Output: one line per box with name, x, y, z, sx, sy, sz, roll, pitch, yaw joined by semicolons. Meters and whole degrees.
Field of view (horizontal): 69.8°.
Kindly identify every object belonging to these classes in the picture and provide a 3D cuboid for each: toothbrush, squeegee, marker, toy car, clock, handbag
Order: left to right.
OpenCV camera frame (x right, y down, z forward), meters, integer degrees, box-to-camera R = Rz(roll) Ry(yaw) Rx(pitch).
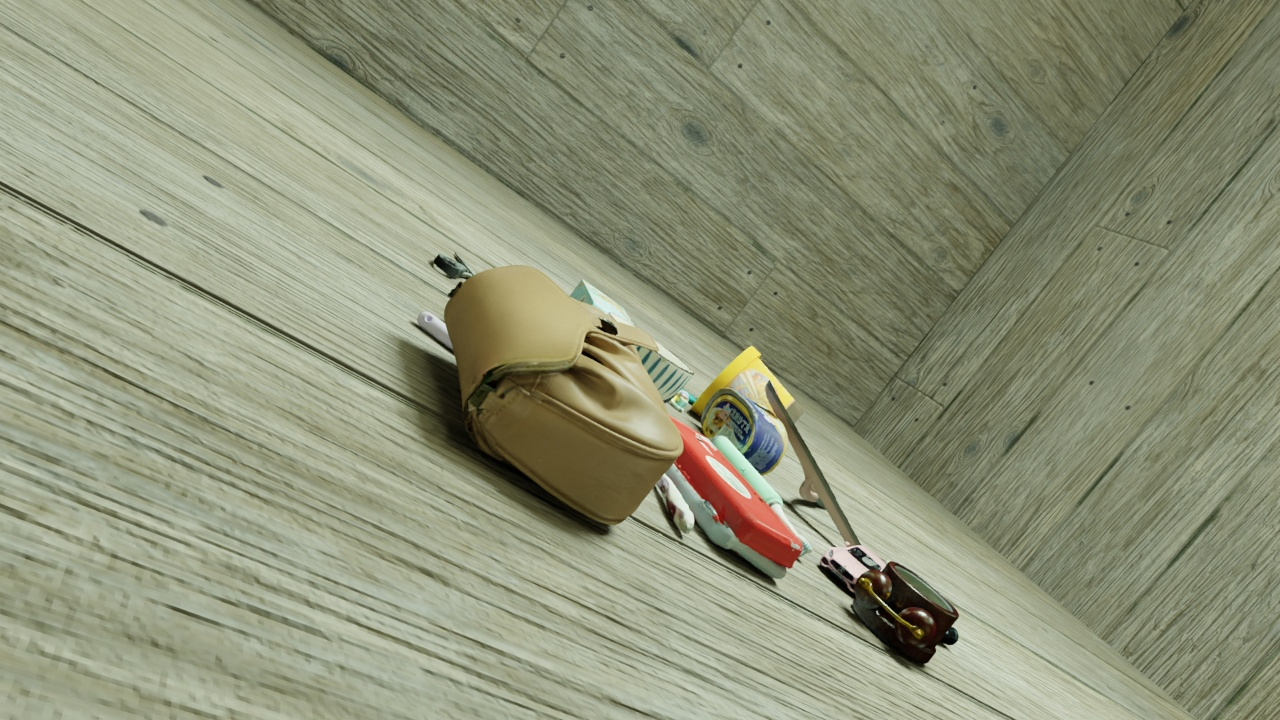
toothbrush;-0.092;0.021;0.698;0.189;0.029;0.021;35;-33;1
handbag;-0.051;0.010;0.609;0.147;0.100;0.204;28;15;-27
toothbrush;-0.017;0.006;1.152;0.189;0.029;0.020;33;-34;-17
toothbrush;0.012;0.092;0.746;0.017;0.016;0.187;26;10;-20
toothbrush;0.123;0.137;0.951;0.026;0.027;0.224;66;-8;-28
squeegee;0.225;0.167;1.176;0.247;0.040;0.249;63;7;21
toy car;0.220;0.209;0.920;0.056;0.037;0.122;39;8;29
clock;0.232;0.222;0.813;0.082;0.055;0.121;42;11;35
marker;0.282;0.266;0.924;0.022;0.020;0.132;7;-17;47

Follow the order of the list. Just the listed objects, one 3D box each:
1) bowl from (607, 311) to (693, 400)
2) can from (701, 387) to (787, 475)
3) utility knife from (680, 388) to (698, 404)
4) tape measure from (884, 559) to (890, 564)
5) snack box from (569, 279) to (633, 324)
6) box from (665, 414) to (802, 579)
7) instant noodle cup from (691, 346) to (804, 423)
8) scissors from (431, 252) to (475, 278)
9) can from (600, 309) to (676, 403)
bowl;-0.006;0.006;1.014;0.116;0.066;0.116;36;6;-5
can;0.122;0.084;1.105;0.049;0.075;0.148;30;8;-21
utility knife;0.093;0.066;1.318;0.186;0.013;0.029;33;8;-29
tape measure;0.281;0.246;0.984;0.066;0.033;0.065;36;5;-7
snack box;-0.056;-0.056;1.230;0.074;0.052;0.175;36;7;-16
box;0.059;0.111;0.786;0.086;0.047;0.201;32;9;-30
instant noodle cup;0.148;0.062;1.233;0.114;0.118;0.118;45;8;7
scissors;-0.184;-0.092;1.018;0.178;0.014;0.159;39;5;32
can;-0.010;-0.005;1.117;0.134;0.053;0.053;35;8;-15
